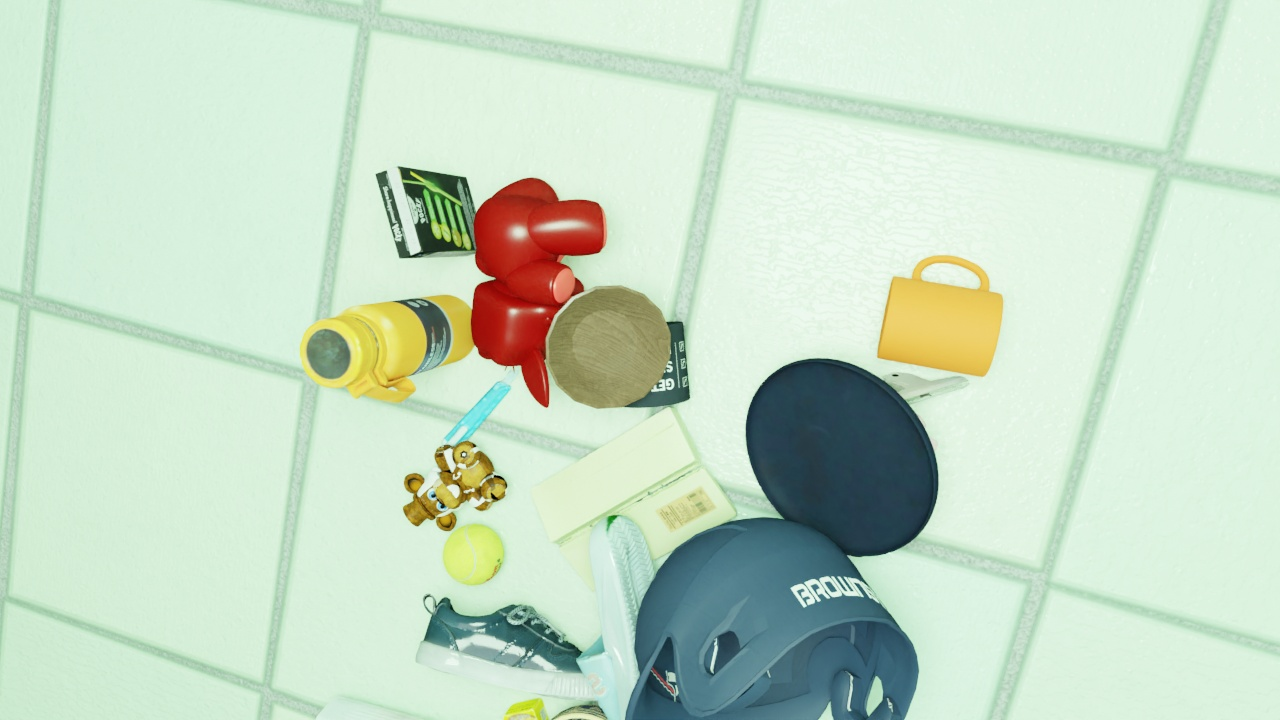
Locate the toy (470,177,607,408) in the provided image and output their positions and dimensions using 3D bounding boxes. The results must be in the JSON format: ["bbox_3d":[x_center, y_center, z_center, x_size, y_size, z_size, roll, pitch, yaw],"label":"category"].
[{"bbox_3d":[-0.110,-0.073,0.907,0.158,0.120,0.197,31,119,46],"label":"toy"}]

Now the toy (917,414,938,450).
[{"bbox_3d":[0.233,0.086,0.876,0.096,0.052,0.099,-30,87,23],"label":"toy"}]

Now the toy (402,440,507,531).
[{"bbox_3d":[-0.204,0.138,0.988,0.112,0.067,0.087,-36,103,3],"label":"toy"}]

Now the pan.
[{"bbox_3d":[0.197,0.165,0.886,0.199,0.021,0.357,7,113,42],"label":"pan"}]

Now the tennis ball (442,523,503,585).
[{"bbox_3d":[-0.180,0.209,0.990,0.065,0.065,0.065,2,98,14],"label":"tennis ball"}]

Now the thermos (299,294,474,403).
[{"bbox_3d":[-0.230,-0.016,0.886,0.091,0.232,0.076,32,103,7],"label":"thermos"}]

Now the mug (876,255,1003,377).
[{"bbox_3d":[0.276,-0.047,0.844,0.096,0.078,0.112,11,72,12],"label":"mug"}]

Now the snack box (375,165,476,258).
[{"bbox_3d":[-0.203,-0.144,0.906,0.025,0.147,0.080,-14,94,15],"label":"snack box"}]

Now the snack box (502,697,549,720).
[{"bbox_3d":[-0.109,0.454,1.024,0.040,0.028,0.148,-18,93,16],"label":"snack box"}]

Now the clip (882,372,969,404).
[{"bbox_3d":[0.256,0.027,0.866,0.054,0.101,0.040,-7,94,59],"label":"clip"}]

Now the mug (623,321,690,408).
[{"bbox_3d":[-0.005,0.005,0.907,0.105,0.071,0.077,-8,96,-17],"label":"mug"}]

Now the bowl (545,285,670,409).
[{"bbox_3d":[-0.032,-0.015,0.852,0.117,0.030,0.118,-3,106,-11],"label":"bowl"}]

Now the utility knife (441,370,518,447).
[{"bbox_3d":[-0.172,0.056,0.995,0.022,0.015,0.124,43,103,-8],"label":"utility knife"}]

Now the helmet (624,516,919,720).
[{"bbox_3d":[0.094,0.272,0.849,0.232,0.223,0.272,26,98,-32],"label":"helmet"}]

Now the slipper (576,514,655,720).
[{"bbox_3d":[-0.021,0.277,0.924,0.074,0.103,0.245,-8,93,25],"label":"slipper"}]

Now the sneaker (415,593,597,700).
[{"bbox_3d":[-0.124,0.307,0.983,0.235,0.089,0.087,14,69,-3],"label":"sneaker"}]

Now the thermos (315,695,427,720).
[{"bbox_3d":[-0.259,0.446,1.032,0.221,0.099,0.099,10,100,17],"label":"thermos"}]

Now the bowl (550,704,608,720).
[{"bbox_3d":[-0.052,0.420,0.988,0.112,0.061,0.112,2,98,14],"label":"bowl"}]

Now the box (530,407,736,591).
[{"bbox_3d":[-0.012,0.148,0.954,0.188,0.047,0.141,-30,92,16],"label":"box"}]
